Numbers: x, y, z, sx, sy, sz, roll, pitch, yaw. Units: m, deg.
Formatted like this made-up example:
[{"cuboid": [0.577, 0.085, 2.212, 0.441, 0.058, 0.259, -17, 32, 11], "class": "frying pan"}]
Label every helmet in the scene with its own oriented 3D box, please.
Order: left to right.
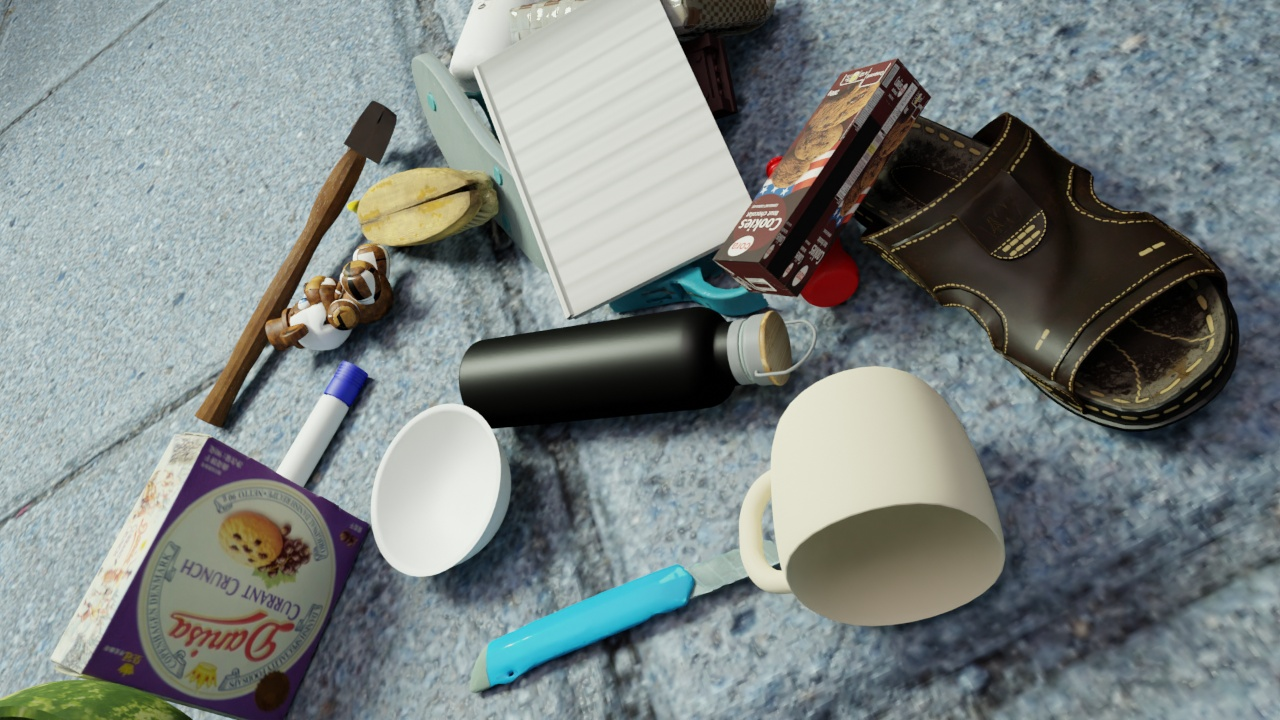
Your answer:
[{"cuboid": [-0.308, 0.294, 0.447, 0.213, 0.244, 0.246, 16, 37, 9], "class": "helmet"}]

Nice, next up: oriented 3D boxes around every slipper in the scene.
[{"cuboid": [-0.114, -0.164, 0.748, 0.054, 0.098, 0.268, -21, 52, -22], "class": "slipper"}, {"cuboid": [0.188, -0.069, 0.482, 0.113, 0.076, 0.267, -39, 47, 5], "class": "slipper"}]

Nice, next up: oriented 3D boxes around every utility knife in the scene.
[{"cuboid": [-0.013, 0.141, 0.509, 0.206, 0.015, 0.031, -27, 50, 20], "class": "utility knife"}]

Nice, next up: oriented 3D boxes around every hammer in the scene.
[{"cuboid": [-0.306, -0.090, 0.822, 0.115, 0.033, 0.322, 5, 68, 64], "class": "hammer"}]

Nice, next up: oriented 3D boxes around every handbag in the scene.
[{"cuboid": [0.001, -0.270, 0.728, 0.186, 0.047, 0.123, 11, 24, 38], "class": "handbag"}]

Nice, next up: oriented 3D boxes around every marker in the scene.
[{"cuboid": [-0.256, 0.063, 0.715, 0.027, 0.023, 0.133, -5, 55, 56], "class": "marker"}]

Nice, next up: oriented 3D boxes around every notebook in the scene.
[{"cuboid": [-0.022, -0.149, 0.627, 0.143, 0.009, 0.209, -25, 73, 13], "class": "notebook"}]

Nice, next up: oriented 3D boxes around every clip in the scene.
[{"cuboid": [0.042, -0.072, 0.615, 0.127, 0.028, 0.113, 19, 73, 41], "class": "clip"}]

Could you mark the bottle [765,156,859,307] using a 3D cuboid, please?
[{"cuboid": [0.102, -0.086, 0.576, 0.036, 0.036, 0.118, -26, 49, 15], "class": "bottle"}]

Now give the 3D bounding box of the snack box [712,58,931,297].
[{"cuboid": [0.103, -0.104, 0.525, 0.140, 0.031, 0.051, -55, 24, -8], "class": "snack box"}]

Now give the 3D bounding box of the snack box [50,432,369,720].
[{"cuboid": [-0.262, 0.142, 0.582, 0.041, 0.143, 0.147, 2, 61, 34], "class": "snack box"}]

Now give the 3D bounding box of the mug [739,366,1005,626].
[{"cuboid": [0.100, 0.061, 0.437, 0.120, 0.096, 0.099, -25, 38, 23], "class": "mug"}]

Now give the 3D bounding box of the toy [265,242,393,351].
[{"cuboid": [-0.257, -0.045, 0.763, 0.113, 0.067, 0.087, -20, 25, 5], "class": "toy"}]

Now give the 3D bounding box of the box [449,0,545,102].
[{"cuboid": [-0.115, -0.312, 0.846, 0.083, 0.092, 0.165, 0, 68, 37], "class": "box"}]

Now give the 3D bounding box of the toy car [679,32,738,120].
[{"cuboid": [-0.018, -0.192, 0.694, 0.170, 0.061, 0.070, -11, 91, 27], "class": "toy car"}]

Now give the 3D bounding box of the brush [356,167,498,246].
[{"cuboid": [-0.180, -0.126, 0.755, 0.196, 0.043, 0.059, 0, 102, 50], "class": "brush"}]

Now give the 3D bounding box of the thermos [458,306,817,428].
[{"cuboid": [-0.004, 0.003, 0.566, 0.232, 0.061, 0.061, -7, 56, 29], "class": "thermos"}]

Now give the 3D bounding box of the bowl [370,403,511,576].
[{"cuboid": [-0.120, 0.087, 0.595, 0.110, 0.040, 0.109, -13, 65, 30], "class": "bowl"}]

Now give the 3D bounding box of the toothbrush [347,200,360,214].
[{"cuboid": [-0.217, -0.140, 0.836, 0.136, 0.016, 0.021, 4, 60, 32], "class": "toothbrush"}]
